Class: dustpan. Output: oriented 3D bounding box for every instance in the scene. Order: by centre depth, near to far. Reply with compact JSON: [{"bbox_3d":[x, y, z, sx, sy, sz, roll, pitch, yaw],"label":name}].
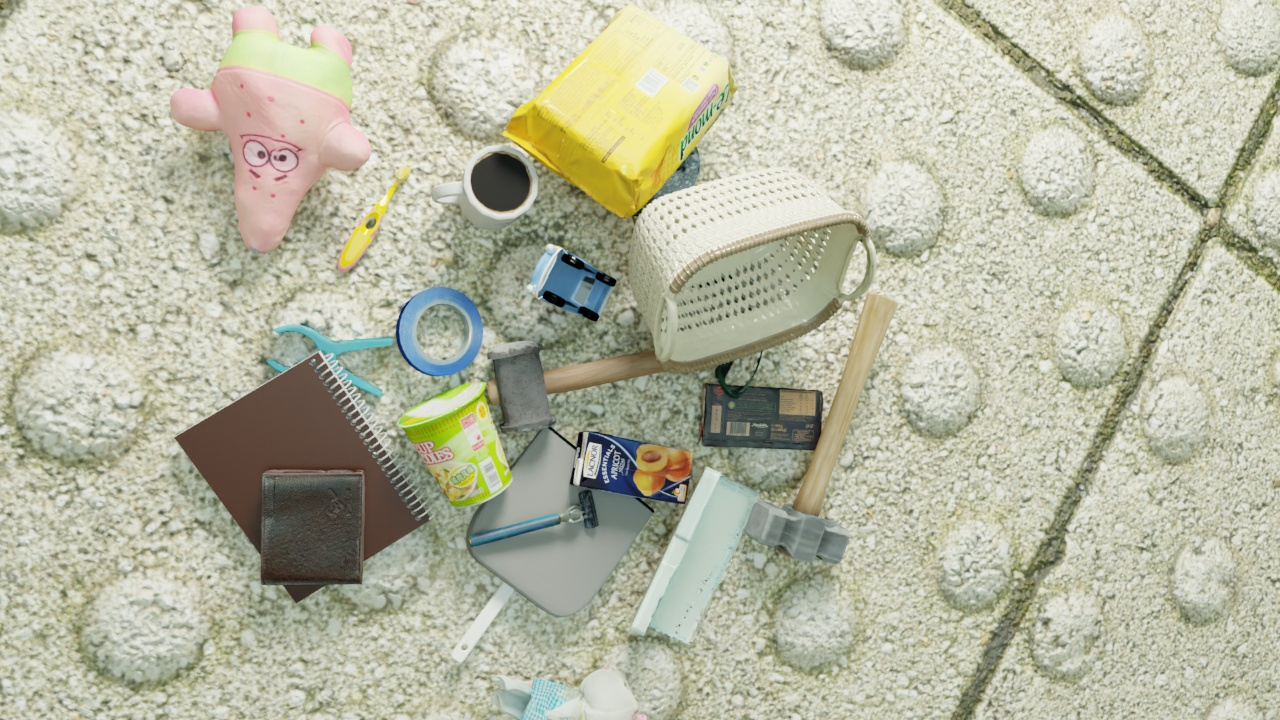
[{"bbox_3d":[-0.122,0.222,1.013,0.163,0.033,0.257,40,72,-13],"label":"dustpan"}]

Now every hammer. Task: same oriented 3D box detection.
[{"bbox_3d":[-0.006,0.006,1.016,0.328,0.052,0.098,-11,94,-11],"label":"hammer"},{"bbox_3d":[0.229,0.078,1.073,0.117,0.051,0.323,19,91,-23],"label":"hammer"}]

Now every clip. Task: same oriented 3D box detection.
[{"bbox_3d":[-0.326,0.011,0.953,0.126,0.028,0.113,21,84,-16],"label":"clip"}]

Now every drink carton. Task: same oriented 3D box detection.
[{"bbox_3d":[-0.011,0.119,1.025,0.130,0.040,0.064,13,80,-19],"label":"drink carton"}]

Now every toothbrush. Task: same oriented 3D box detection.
[{"bbox_3d":[-0.279,-0.151,0.964,0.021,0.016,0.135,33,83,-18],"label":"toothbrush"}]

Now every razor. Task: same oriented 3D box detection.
[{"bbox_3d":[-0.114,0.177,0.990,0.143,0.022,0.042,-12,88,-21],"label":"razor"}]

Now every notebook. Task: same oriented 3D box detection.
[{"bbox_3d":[-0.337,0.118,0.941,0.171,0.022,0.209,-32,103,-6],"label":"notebook"}]

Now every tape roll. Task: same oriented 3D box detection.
[{"bbox_3d":[-0.213,-0.030,0.975,0.091,0.016,0.093,-30,102,-25],"label":"tape roll"}]

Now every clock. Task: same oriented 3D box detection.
[{"bbox_3d":[0.018,-0.204,1.025,0.090,0.052,0.129,3,90,-15],"label":"clock"}]

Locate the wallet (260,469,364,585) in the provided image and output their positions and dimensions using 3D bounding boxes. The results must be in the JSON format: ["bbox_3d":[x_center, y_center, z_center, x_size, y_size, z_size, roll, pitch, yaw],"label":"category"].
[{"bbox_3d":[-0.330,0.170,0.925,0.099,0.031,0.120,2,97,-15],"label":"wallet"}]

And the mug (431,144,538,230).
[{"bbox_3d":[-0.165,-0.177,0.956,0.105,0.090,0.073,-9,94,-15],"label":"mug"}]

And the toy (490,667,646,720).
[{"bbox_3d":[-0.068,0.385,1.012,0.205,0.131,0.105,25,54,-6],"label":"toy"}]

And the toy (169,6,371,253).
[{"bbox_3d":[-0.360,-0.222,0.904,0.192,0.097,0.237,12,96,-7],"label":"toy"}]

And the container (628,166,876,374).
[{"bbox_3d":[0.106,-0.099,0.965,0.245,0.185,0.142,-17,54,-21],"label":"container"}]

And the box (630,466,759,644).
[{"bbox_3d":[0.062,0.222,1.041,0.125,0.075,0.197,28,85,-33],"label":"box"}]

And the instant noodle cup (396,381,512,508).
[{"bbox_3d":[-0.187,0.092,0.961,0.098,0.099,0.108,-25,105,-13],"label":"instant noodle cup"}]

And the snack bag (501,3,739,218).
[{"bbox_3d":[-0.013,-0.266,0.955,0.159,0.068,0.246,35,62,2],"label":"snack bag"}]

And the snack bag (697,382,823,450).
[{"bbox_3d":[0.144,0.068,1.084,0.155,0.018,0.074,4,90,-16],"label":"snack bag"}]

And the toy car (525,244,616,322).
[{"bbox_3d":[-0.074,-0.081,0.966,0.055,0.153,0.056,28,93,22],"label":"toy car"}]

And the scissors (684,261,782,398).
[{"bbox_3d":[0.089,-0.072,1.064,0.204,0.015,0.201,22,78,-13],"label":"scissors"}]
